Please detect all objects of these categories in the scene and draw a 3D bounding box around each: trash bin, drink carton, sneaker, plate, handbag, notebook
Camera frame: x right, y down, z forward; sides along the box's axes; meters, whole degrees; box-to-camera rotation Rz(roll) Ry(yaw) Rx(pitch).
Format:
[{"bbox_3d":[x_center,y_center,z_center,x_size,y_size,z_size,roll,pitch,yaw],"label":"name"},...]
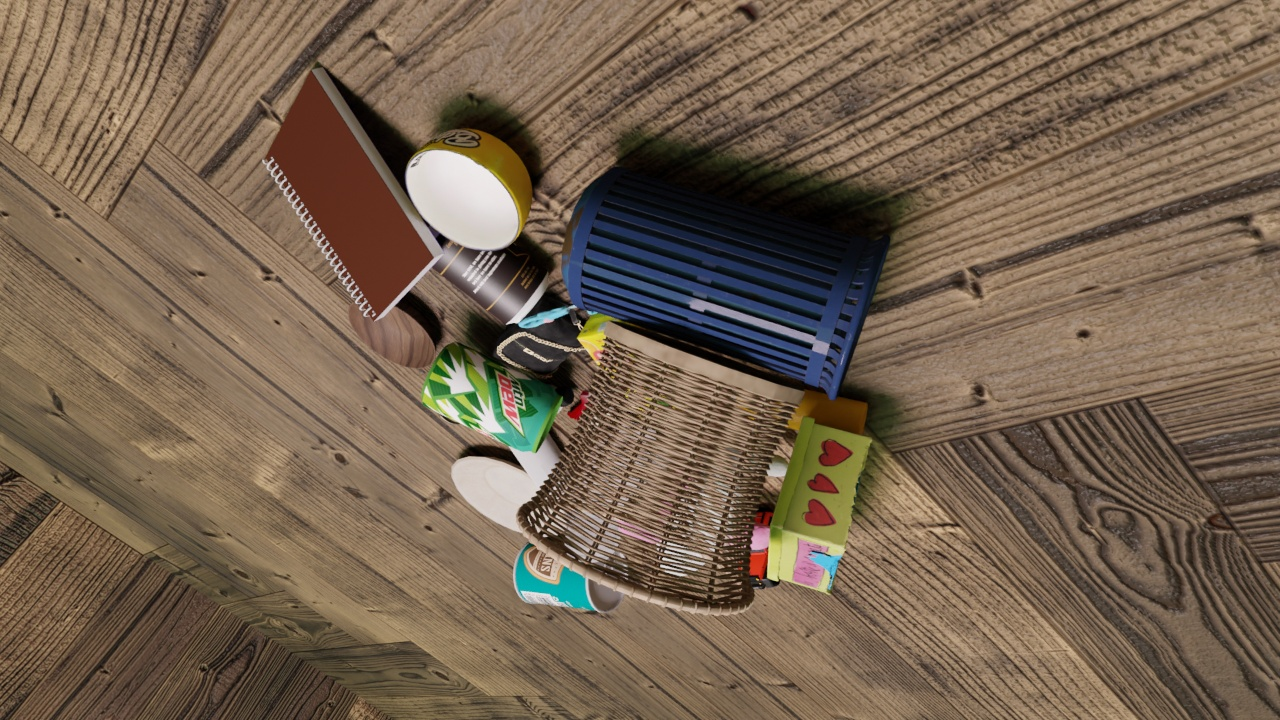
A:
[{"bbox_3d":[0.066,-0.072,0.775,0.250,0.139,0.139,19,143,14],"label":"trash bin"},{"bbox_3d":[-0.006,0.006,0.991,0.059,0.042,0.134,-9,130,40],"label":"drink carton"},{"bbox_3d":[-0.045,0.144,1.154,0.099,0.089,0.237,10,123,-19],"label":"sneaker"},{"bbox_3d":[-0.187,0.192,1.341,0.189,0.027,0.189,17,142,13],"label":"plate"},{"bbox_3d":[-0.108,-0.023,1.022,0.079,0.054,0.129,30,142,-22],"label":"handbag"},{"bbox_3d":[-0.296,-0.158,0.930,0.172,0.022,0.209,-31,93,48],"label":"notebook"}]

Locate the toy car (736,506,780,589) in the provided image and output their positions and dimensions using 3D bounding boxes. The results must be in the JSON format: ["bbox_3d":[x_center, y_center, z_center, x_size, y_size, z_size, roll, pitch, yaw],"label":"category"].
[{"bbox_3d":[0.144,0.229,1.119,0.051,0.100,0.049,-13,134,38],"label":"toy car"}]

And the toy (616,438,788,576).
[{"bbox_3d":[0.065,0.154,1.072,0.186,0.127,0.266,5,140,-10],"label":"toy"}]

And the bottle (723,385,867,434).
[{"bbox_3d":[0.156,0.048,0.941,0.144,0.043,0.043,13,141,19],"label":"bottle"}]

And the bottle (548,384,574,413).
[{"bbox_3d":[-0.126,0.053,1.124,0.116,0.041,0.041,-16,126,43],"label":"bottle"}]

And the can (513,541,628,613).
[{"bbox_3d":[-0.106,0.324,1.390,0.144,0.099,0.099,-4,134,35],"label":"can"}]

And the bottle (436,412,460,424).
[{"bbox_3d":[-0.210,0.042,1.150,0.056,0.056,0.105,43,141,-20],"label":"bottle"}]

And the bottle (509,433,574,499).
[{"bbox_3d":[-0.119,0.151,1.228,0.053,0.052,0.195,1,136,31],"label":"bottle"}]

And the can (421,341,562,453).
[{"bbox_3d":[-0.169,0.043,1.050,0.144,0.082,0.083,25,144,1],"label":"can"}]

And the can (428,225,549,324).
[{"bbox_3d":[-0.160,-0.099,0.936,0.128,0.071,0.072,38,142,-14],"label":"can"}]

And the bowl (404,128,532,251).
[{"bbox_3d":[-0.150,-0.166,0.852,0.117,0.067,0.117,17,143,13],"label":"bowl"}]

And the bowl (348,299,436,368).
[{"bbox_3d":[-0.296,-0.043,1.122,0.119,0.032,0.119,17,142,13],"label":"bowl"}]

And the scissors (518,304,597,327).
[{"bbox_3d":[-0.054,-0.053,0.917,0.139,0.117,0.015,-11,89,44],"label":"scissors"}]

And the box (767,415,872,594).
[{"bbox_3d":[0.181,0.157,0.952,0.079,0.124,0.221,13,159,15],"label":"box"}]

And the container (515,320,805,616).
[{"bbox_3d":[0.026,0.087,0.828,0.227,0.196,0.227,19,-176,-2],"label":"container"}]

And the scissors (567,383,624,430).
[{"bbox_3d":[-0.053,0.048,1.056,0.140,0.015,0.189,22,156,24],"label":"scissors"}]
